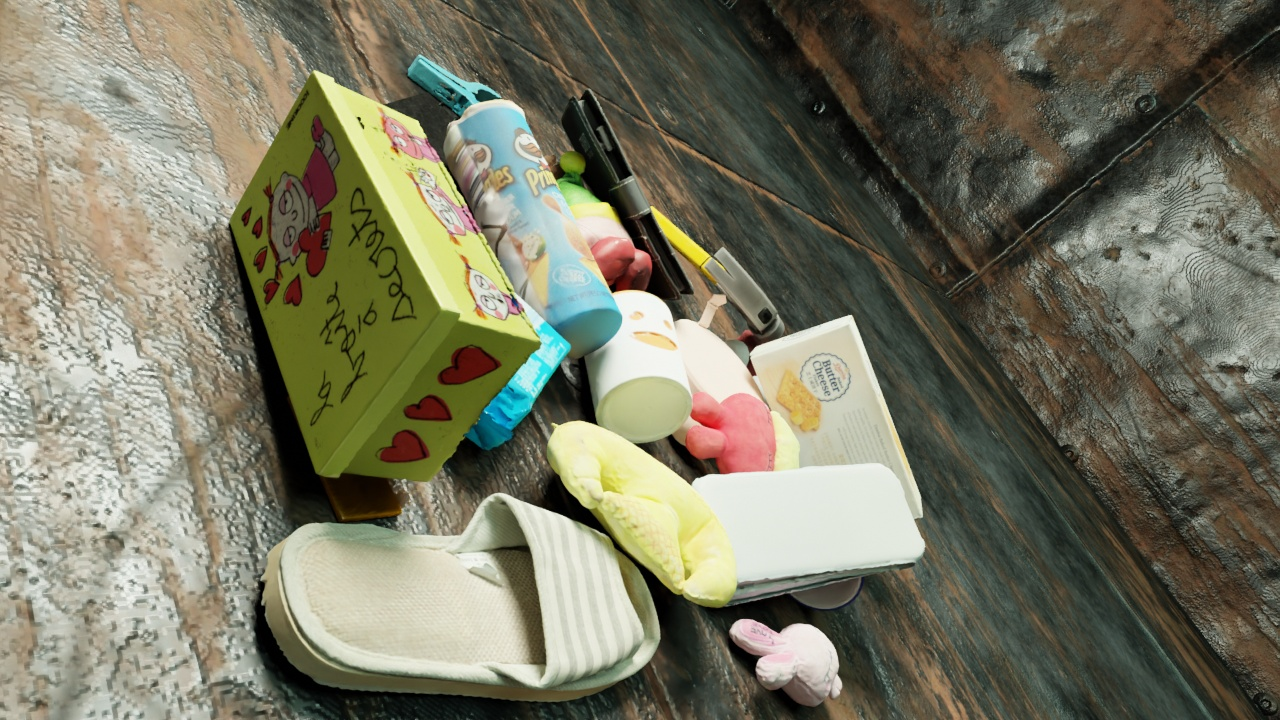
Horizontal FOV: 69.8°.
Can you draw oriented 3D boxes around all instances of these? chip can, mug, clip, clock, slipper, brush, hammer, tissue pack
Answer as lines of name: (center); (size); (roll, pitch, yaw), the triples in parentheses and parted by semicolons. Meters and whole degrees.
chip can: (-0.093, -0.110, 0.760); (0.079, 0.080, 0.229); (11, 46, -53)
mug: (0.153, 0.159, 0.823); (0.112, 0.075, 0.076); (47, 24, 1)
mug: (-0.005, 0.005, 0.773); (0.082, 0.082, 0.105); (31, 30, -35)
clip: (-0.173, -0.259, 0.950); (0.118, 0.033, 0.120); (57, 25, 9)
clock: (0.125, 0.012, 1.026); (0.087, 0.044, 0.124); (52, 24, 7)
clock: (0.070, 0.020, 0.885); (0.131, 0.086, 0.160); (25, 40, -42)
slipper: (-0.076, 0.132, 0.510); (0.272, 0.054, 0.114); (16, 44, -50)
brush: (-0.174, 0.033, 0.526); (0.048, 0.017, 0.126); (5, 49, -57)
hammer: (0.029, -0.145, 1.019); (0.324, 0.034, 0.170); (45, 2, 29)
tissue pack: (-0.109, -0.002, 0.633); (0.093, 0.062, 0.144); (43, 22, -9)

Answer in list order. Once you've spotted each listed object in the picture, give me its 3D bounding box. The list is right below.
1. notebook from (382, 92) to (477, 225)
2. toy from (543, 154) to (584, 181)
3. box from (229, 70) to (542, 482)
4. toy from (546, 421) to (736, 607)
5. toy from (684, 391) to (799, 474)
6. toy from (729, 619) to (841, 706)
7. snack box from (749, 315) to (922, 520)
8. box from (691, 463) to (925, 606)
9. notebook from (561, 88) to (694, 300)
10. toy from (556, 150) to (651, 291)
notebook: (-0.146, -0.144, 0.833); (0.231, 0.019, 0.168); (46, 26, -7)
toy: (-0.088, -0.180, 0.948); (0.055, 0.042, 0.101); (5, 37, 5)
box: (-0.153, -0.049, 0.522); (0.079, 0.125, 0.221); (17, 33, -46)
toy: (-0.001, 0.102, 0.641); (0.170, 0.064, 0.154); (43, 5, -6)
toy: (0.090, 0.069, 0.792); (0.135, 0.045, 0.091); (27, 53, -32)
toy: (0.117, 0.227, 0.697); (0.110, 0.047, 0.063); (23, 26, -39)
snack box: (0.197, 0.069, 0.914); (0.208, 0.104, 0.057); (68, 21, -6)
box: (0.132, 0.138, 0.750); (0.213, 0.063, 0.118); (-3, 57, -28)
notebook: (-0.018, -0.155, 0.899); (0.209, 0.029, 0.169); (60, -5, -10)
toy: (-0.041, -0.121, 0.848); (0.131, 0.097, 0.124); (41, 14, 28)
